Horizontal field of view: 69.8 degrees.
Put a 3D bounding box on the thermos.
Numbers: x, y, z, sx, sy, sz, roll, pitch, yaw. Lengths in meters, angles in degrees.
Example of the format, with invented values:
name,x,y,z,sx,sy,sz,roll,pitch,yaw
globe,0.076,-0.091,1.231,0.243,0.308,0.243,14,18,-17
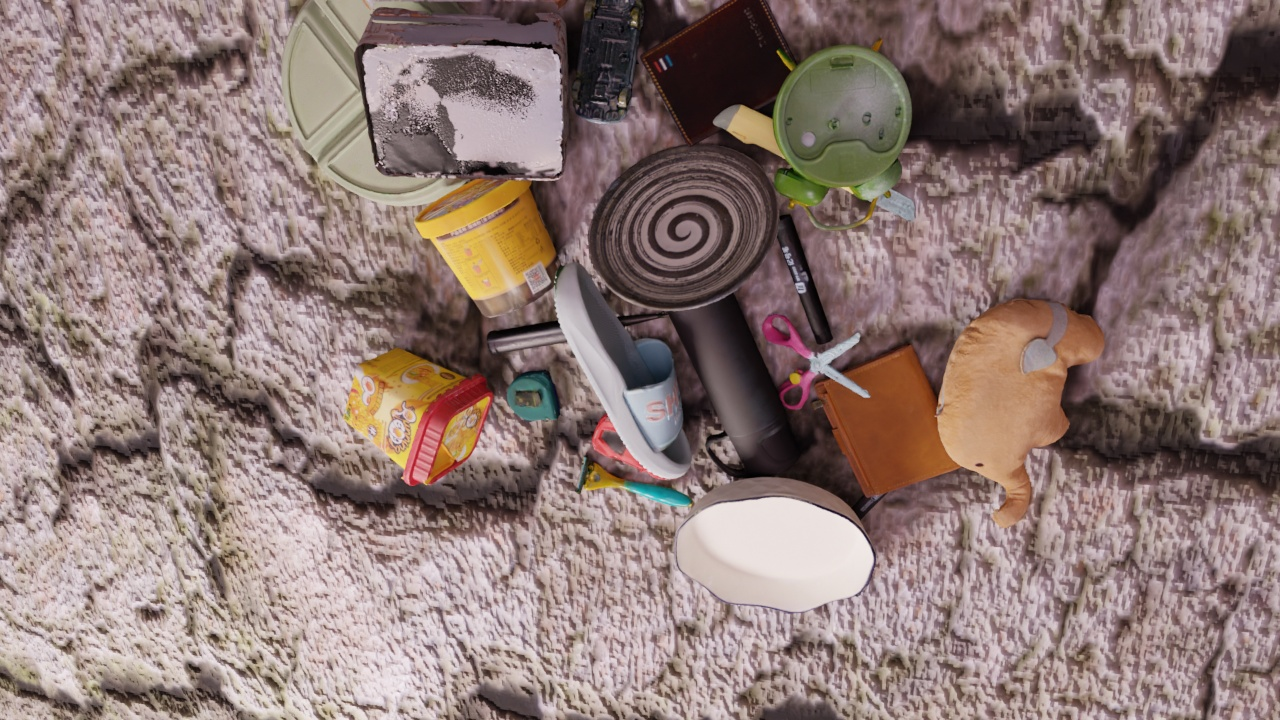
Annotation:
name,x,y,z,sx,sy,sz,roll,pitch,yaw
thermos,0.076,0.006,0.910,0.090,0.068,0.242,-25,105,1

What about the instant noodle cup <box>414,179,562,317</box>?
name,x,y,z,sx,sy,sz,roll,pitch,yaw
instant noodle cup,-0.140,-0.114,0.895,0.119,0.118,0.114,-19,113,20

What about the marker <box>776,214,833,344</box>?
name,x,y,z,sx,sy,sz,roll,pitch,yaw
marker,0.158,-0.078,0.886,0.020,0.022,0.132,-16,107,26

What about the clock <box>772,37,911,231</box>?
name,x,y,z,sx,sy,sz,roll,pitch,yaw
clock,0.171,-0.193,0.799,0.116,0.056,0.161,-6,103,-2

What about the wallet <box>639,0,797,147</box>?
name,x,y,z,sx,sy,sz,roll,pitch,yaw
wallet,0.074,-0.265,0.832,0.122,0.020,0.096,-26,104,19

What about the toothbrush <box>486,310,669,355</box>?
name,x,y,z,sx,sy,sz,roll,pitch,yaw
toothbrush,-0.058,-0.036,0.953,0.213,0.026,0.027,-10,108,14

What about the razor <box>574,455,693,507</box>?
name,x,y,z,sx,sy,sz,roll,pitch,yaw
razor,-0.005,0.141,1.011,0.132,0.028,0.043,12,83,11

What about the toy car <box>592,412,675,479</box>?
name,x,y,z,sx,sy,sz,roll,pitch,yaw
toy car,0.001,0.095,0.990,0.106,0.031,0.049,25,116,0

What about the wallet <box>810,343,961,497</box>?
name,x,y,z,sx,sy,sz,roll,pitch,yaw
wallet,0.239,0.065,0.911,0.119,0.035,0.130,-24,94,24

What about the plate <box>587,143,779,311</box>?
name,x,y,z,sx,sy,sz,roll,pitch,yaw
plate,0.039,-0.121,0.844,0.180,0.179,0.024,-6,155,14

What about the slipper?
name,x,y,z,sx,sy,sz,roll,pitch,yaw
slipper,-0.005,0.005,0.905,0.074,0.103,0.245,-23,115,16

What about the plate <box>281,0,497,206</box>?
name,x,y,z,sx,sy,sz,roll,pitch,yaw
plate,-0.253,-0.264,0.905,0.230,0.027,0.230,5,113,12

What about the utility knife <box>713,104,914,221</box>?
name,x,y,z,sx,sy,sz,roll,pitch,yaw
utility knife,0.164,-0.180,0.838,0.208,0.021,0.031,28,114,-2

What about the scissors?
name,x,y,z,sx,sy,sz,roll,pitch,yaw
scissors,0.166,-0.002,0.894,0.131,0.017,0.134,58,142,9

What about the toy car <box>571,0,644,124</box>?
name,x,y,z,sx,sy,sz,roll,pitch,yaw
toy car,-0.030,-0.278,0.842,0.054,0.036,0.121,11,104,9

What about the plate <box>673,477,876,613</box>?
name,x,y,z,sx,sy,sz,roll,pitch,yaw
plate,0.139,0.191,0.956,0.205,0.045,0.205,6,135,6

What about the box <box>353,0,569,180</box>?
name,x,y,z,sx,sy,sz,roll,pitch,yaw
box,-0.151,-0.292,0.800,0.179,0.132,0.272,0,105,-2

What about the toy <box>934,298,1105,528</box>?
name,x,y,z,sx,sy,sz,roll,pitch,yaw
toy,0.342,0.049,0.859,0.143,0.082,0.226,7,114,-4

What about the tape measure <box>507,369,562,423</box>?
name,x,y,z,sx,sy,sz,roll,pitch,yaw
tape measure,-0.117,0.040,0.998,0.054,0.025,0.058,-7,109,15

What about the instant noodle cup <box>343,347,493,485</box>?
name,x,y,z,sx,sy,sz,roll,pitch,yaw
instant noodle cup,-0.244,0.053,0.993,0.124,0.115,0.116,30,116,13

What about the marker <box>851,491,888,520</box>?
name,x,y,z,sx,sy,sz,roll,pitch,yaw
marker,0.257,0.124,0.948,0.018,0.015,0.124,36,115,-1
